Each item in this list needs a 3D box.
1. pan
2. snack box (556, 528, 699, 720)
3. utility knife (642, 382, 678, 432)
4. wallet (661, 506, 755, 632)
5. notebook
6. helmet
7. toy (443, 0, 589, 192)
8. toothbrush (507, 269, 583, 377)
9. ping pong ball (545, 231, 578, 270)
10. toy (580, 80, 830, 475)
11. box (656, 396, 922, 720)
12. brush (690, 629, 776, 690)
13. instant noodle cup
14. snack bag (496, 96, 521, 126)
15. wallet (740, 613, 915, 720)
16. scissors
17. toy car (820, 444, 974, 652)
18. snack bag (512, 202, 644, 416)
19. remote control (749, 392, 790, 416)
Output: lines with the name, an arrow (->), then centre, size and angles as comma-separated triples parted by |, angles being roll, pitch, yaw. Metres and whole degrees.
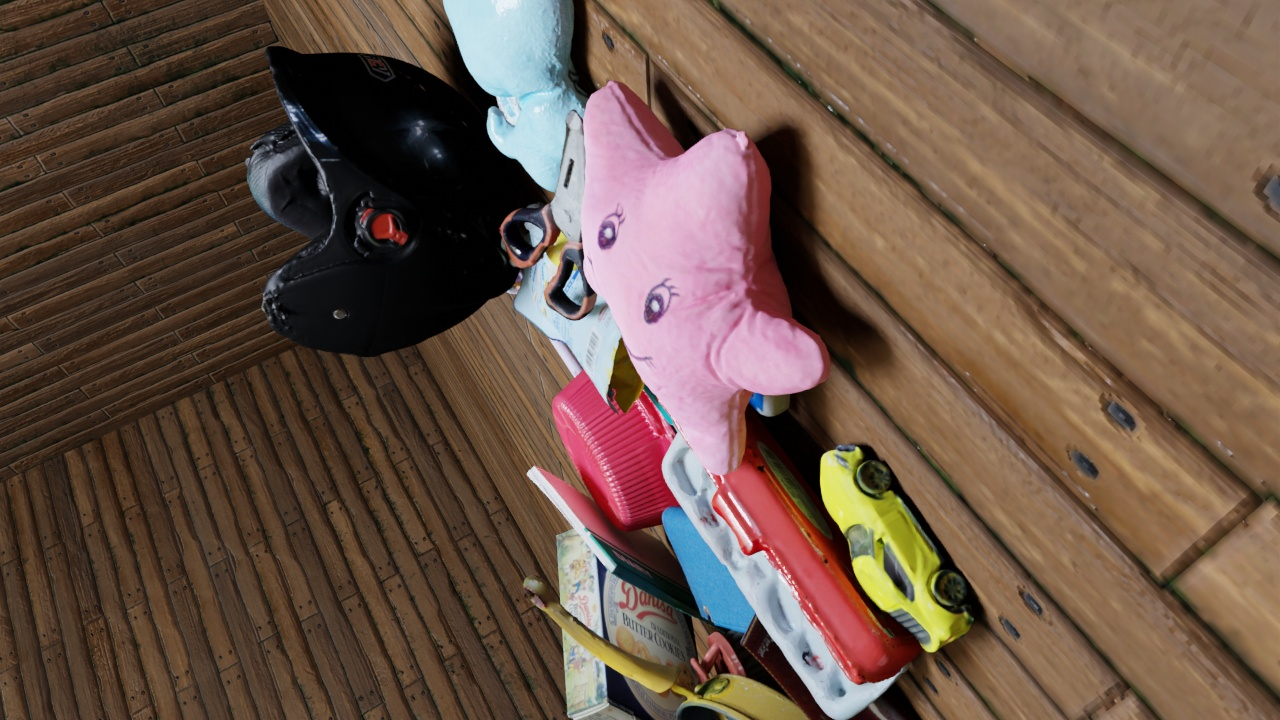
pan -> 0.051, 0.284, 0.721 | 0.357, 0.078, 0.198 | 49, 149, 2
snack box -> -0.006, 0.268, 0.865 | 0.178, 0.046, 0.182 | 44, -153, -41
utility knife -> -0.004, 0.004, 0.725 | 0.179, 0.013, 0.029 | 53, 158, 30
wallet -> 0.071, 0.158, 0.689 | 0.106, 0.040, 0.133 | 64, 157, -3
notebook -> -0.002, 0.178, 0.837 | 0.209, 0.012, 0.150 | 40, -179, -43
helmet -> -0.221, -0.141, 0.789 | 0.233, 0.230, 0.275 | -122, 22, -43
toy -> -0.072, -0.182, 0.550 | 0.156, 0.049, 0.162 | 49, 150, -9
toothbrush -> -0.088, -0.022, 0.948 | 0.021, 0.029, 0.189 | 9, -141, -56
ping pong ball -> -0.051, -0.086, 0.673 | 0.040, 0.040, 0.040 | 55, 163, 25
toy -> 0.019, -0.053, 0.437 | 0.194, 0.074, 0.179 | 60, 153, 21
box -> 0.078, 0.100, 0.530 | 0.201, 0.073, 0.155 | 55, 167, 28
brush -> 0.084, 0.300, 0.830 | 0.063, 0.069, 0.146 | 42, 155, 51
instant noodle cup -> -0.021, 0.079, 0.813 | 0.193, 0.065, 0.194 | 56, 165, 24
snack bag -> -0.080, -0.181, 0.635 | 0.048, 0.026, 0.104 | 69, 164, -12
wallet -> 0.118, 0.210, 0.599 | 0.122, 0.020, 0.097 | 46, 146, 25
scissors -> -0.058, -0.096, 0.594 | 0.192, 0.015, 0.207 | 25, 149, 41
toy car -> 0.116, 0.090, 0.441 | 0.105, 0.032, 0.048 | 60, 165, 17
snack bag -> -0.053, -0.046, 0.733 | 0.191, 0.038, 0.110 | 47, 145, 43
remote control -> 0.039, -0.024, 0.514 | 0.125, 0.024, 0.049 | 48, 159, 34
